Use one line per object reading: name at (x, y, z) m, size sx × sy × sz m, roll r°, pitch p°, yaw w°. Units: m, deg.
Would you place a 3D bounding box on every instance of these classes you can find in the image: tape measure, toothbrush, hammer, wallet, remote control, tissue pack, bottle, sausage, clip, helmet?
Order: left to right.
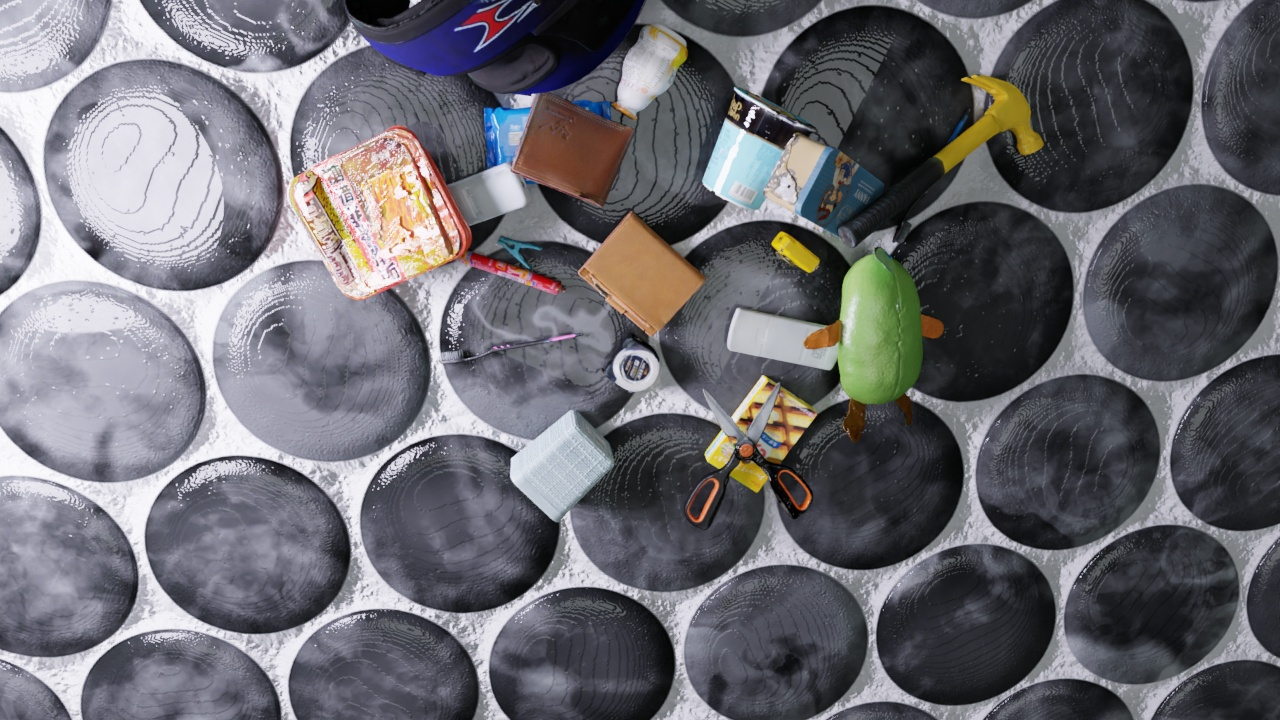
remote control at (-0.195, -0.196, 1.105) m, size 0.136 × 0.020 × 0.056 m, roll -13°, pitch 112°, yaw 30°
sausage at (-0.168, -0.113, 1.160) m, size 0.156 × 0.020 × 0.020 m, roll 18°, pitch 104°, yaw -9°
toothbrush at (-0.167, -0.020, 1.193) m, size 0.189 × 0.014 × 0.018 m, roll -11°, pitch 95°, yaw -2°
clip at (-0.154, -0.141, 1.158) m, size 0.054 × 0.013 × 0.034 m, roll 30°, pitch 101°, yaw -14°
helmet at (-0.126, -0.400, 0.963) m, size 0.315 × 0.247 × 0.240 m, roll -47°, pitch 148°, yaw 4°
tissue pack at (-0.110, -0.261, 1.106) m, size 0.157 × 0.052 × 0.095 m, roll -5°, pitch 105°, yaw -3°
wallet at (-0.079, -0.245, 1.064) m, size 0.124 × 0.032 × 0.101 m, roll 19°, pitch 94°, yaw -20°
tape measure at (-0.007, 0.007, 1.202) m, size 0.066 × 0.033 × 0.066 m, roll 35°, pitch 103°, yaw -11°
wallet at (0.002, -0.107, 1.170) m, size 0.132 × 0.031 × 0.108 m, roll 40°, pitch 97°, yaw -13°
bottle at (0.008, -0.340, 1.085) m, size 0.063 × 0.063 × 0.108 m, roll 30°, pitch 101°, yaw -12°
remote control at (0.191, -0.028, 1.213) m, size 0.150 × 0.021 × 0.058 m, roll 12°, pitch 105°, yaw -8°
tape measure at (0.192, -0.136, 1.162) m, size 0.060 × 0.057 × 0.029 m, roll 36°, pitch 98°, yaw -18°
toothbrush at (0.373, -0.234, 1.172) m, size 0.016 × 0.014 × 0.190 m, roll 25°, pitch 102°, yaw -12°
hammer at (0.361, -0.237, 1.121) m, size 0.300 × 0.033 × 0.129 m, roll -38°, pitch 106°, yaw -10°

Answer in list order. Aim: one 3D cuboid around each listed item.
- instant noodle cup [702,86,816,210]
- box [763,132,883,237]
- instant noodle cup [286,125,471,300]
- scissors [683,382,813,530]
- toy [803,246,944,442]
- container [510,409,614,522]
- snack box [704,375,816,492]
instant noodle cup at (0.134, -0.251, 1.108) m, size 0.111 × 0.111 × 0.121 m, roll 23°, pitch 112°, yaw -11°
box at (0.225, -0.203, 1.102) m, size 0.184 × 0.061 × 0.090 m, roll 8°, pitch 112°, yaw -52°
instant noodle cup at (-0.301, -0.177, 1.089) m, size 0.189 × 0.079 × 0.164 m, roll -20°, pitch 108°, yaw 17°
scissors at (0.139, 0.137, 1.227) m, size 0.234 × 0.021 × 0.221 m, roll 43°, pitch 95°, yaw -14°
toy at (0.308, -0.025, 1.187) m, size 0.226 × 0.090 × 0.247 m, roll -7°, pitch 101°, yaw -29°
container at (-0.100, 0.134, 1.205) m, size 0.111 × 0.090 × 0.090 m, roll -43°, pitch 105°, yaw 5°
snack box at (0.162, 0.100, 1.244) m, size 0.087 × 0.033 × 0.140 m, roll 33°, pitch 103°, yaw -12°
